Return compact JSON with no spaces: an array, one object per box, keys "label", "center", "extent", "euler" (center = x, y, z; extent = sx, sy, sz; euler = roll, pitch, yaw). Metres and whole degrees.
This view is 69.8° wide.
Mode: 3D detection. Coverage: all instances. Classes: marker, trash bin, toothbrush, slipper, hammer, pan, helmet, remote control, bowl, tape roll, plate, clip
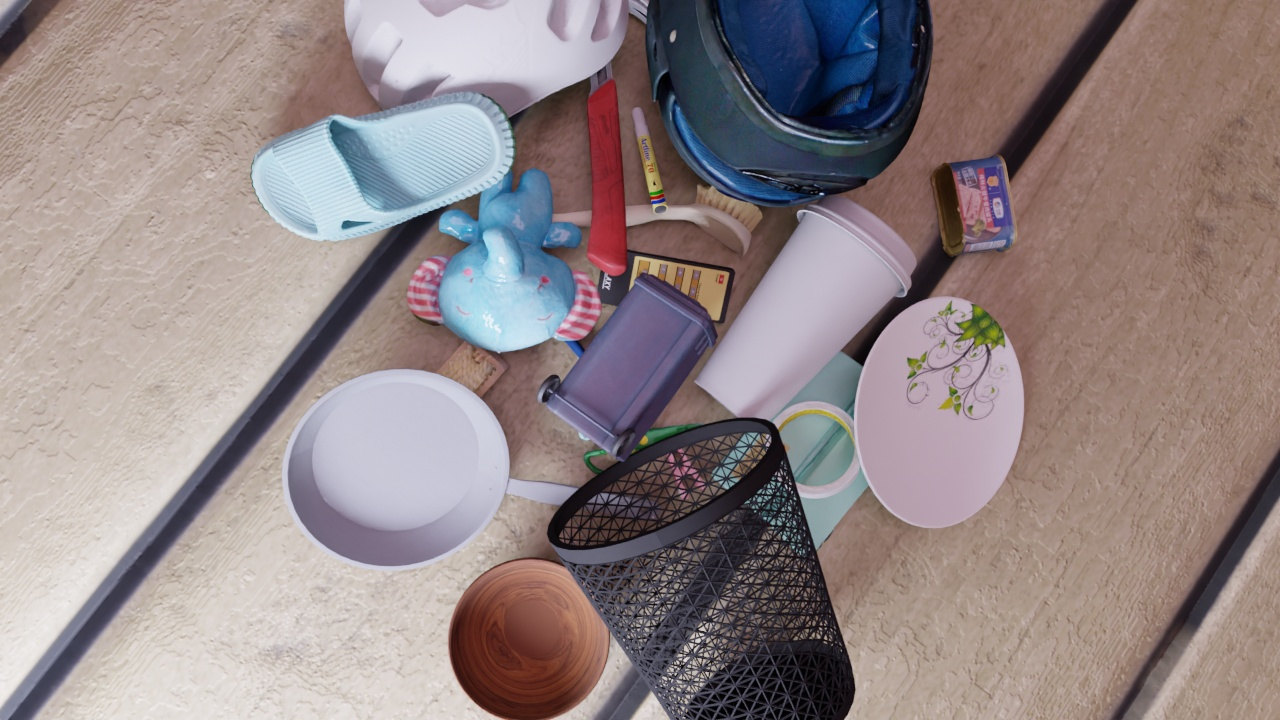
[{"label":"marker","center":[0.008,-0.202,0.918],"extent":[0.014,0.014,0.132],"euler":[-8,60,-6]},{"label":"trash bin","center":[-0.005,0.005,0.861],"extent":[0.094,0.092,0.160],"euler":[34,84,18]},{"label":"toothbrush","center":[-0.045,0.015,0.920],"extent":[0.017,0.016,0.190],"euler":[-39,89,-1]},{"label":"slipper","center":[-0.247,-0.176,0.850],"extent":[0.277,0.069,0.116],"euler":[-12,112,16]},{"label":"hammer","center":[-0.035,-0.236,0.908],"extent":[0.126,0.036,0.315],"euler":[-3,75,-6]},{"label":"pan","center":[-0.151,0.114,0.874],"extent":[0.356,0.051,0.201],"euler":[10,105,-21]},{"label":"helmet","center":[0.128,-0.259,0.839],"extent":[0.249,0.236,0.315],"euler":[1,67,-10]},{"label":"trash bin","center":[0.069,0.209,0.813],"extent":[0.217,0.217,0.243],"euler":[-27,101,-7]},{"label":"remote control","center":[0.025,-0.076,0.924],"extent":[0.133,0.013,0.058],"euler":[9,108,-4]},{"label":"bowl","center":[-0.104,0.257,0.867],"extent":[0.147,0.069,0.147],"euler":[0,84,-4]},{"label":"tape roll","center":[0.168,0.086,0.891],"extent":[0.094,0.019,0.094],"euler":[-4,69,10]},{"label":"plate","center":[0.293,0.051,0.919],"extent":[0.229,0.030,0.229],"euler":[-2,93,-28]},{"label":"clip","center":[0.047,0.109,0.918],"extent":[0.044,0.023,0.060],"euler":[-5,87,-10]},{"label":"helmet","center":[-0.162,-0.346,0.873],"extent":[0.283,0.183,0.224],"euler":[-18,72,25]}]

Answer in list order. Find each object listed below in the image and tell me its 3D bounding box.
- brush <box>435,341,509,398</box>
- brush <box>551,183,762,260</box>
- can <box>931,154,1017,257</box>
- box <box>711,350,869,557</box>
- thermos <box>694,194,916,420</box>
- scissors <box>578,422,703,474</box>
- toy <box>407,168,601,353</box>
[{"label":"brush","center":[-0.185,0.032,0.894],"extent":[0.049,0.039,0.117],"euler":[43,89,-1]},{"label":"brush","center":[-0.013,-0.141,0.922],"extent":[0.272,0.062,0.077],"euler":[1,69,-1]},{"label":"can","center":[0.345,-0.159,0.951],"extent":[0.059,0.054,0.099],"euler":[-9,85,-5]},{"label":"box","center":[0.178,0.087,0.921],"extent":[0.138,0.057,0.187],"euler":[41,82,-7]},{"label":"thermos","center":[0.154,-0.041,0.894],"extent":[0.131,0.131,0.222],"euler":[39,90,-1]},{"label":"scissors","center":[0.001,0.071,0.905],"extent":[0.131,0.014,0.071],"euler":[-15,93,10]},{"label":"toy","center":[-0.123,-0.096,0.864],"extent":[0.183,0.115,0.180],"euler":[7,90,-1]}]
